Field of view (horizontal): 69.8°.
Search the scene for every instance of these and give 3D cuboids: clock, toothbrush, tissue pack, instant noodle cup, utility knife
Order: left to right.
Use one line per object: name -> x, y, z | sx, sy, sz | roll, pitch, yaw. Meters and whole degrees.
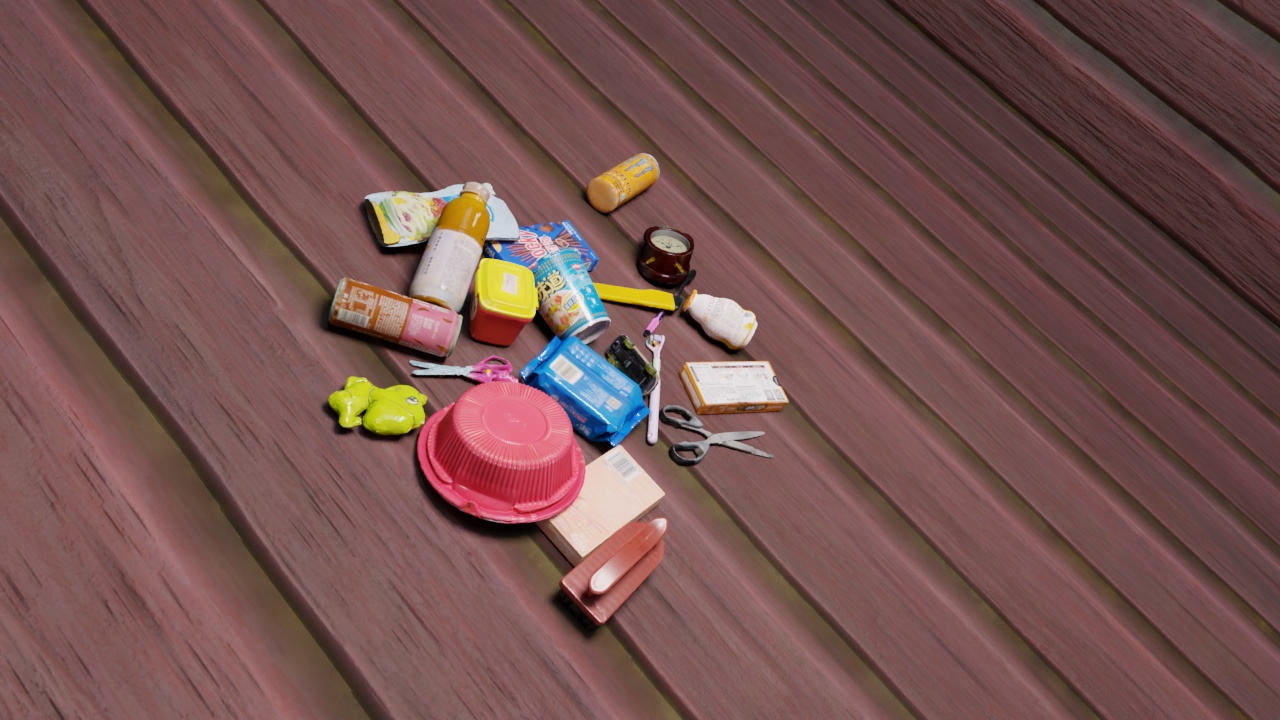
instant noodle cup -> -0.147, 0.087, 1.022 | 0.193, 0.066, 0.193 | 13, 37, -10
instant noodle cup -> -0.097, -0.077, 1.220 | 0.099, 0.099, 0.110 | -18, 71, -42
tissue pack -> -0.068, 0.040, 1.150 | 0.157, 0.052, 0.094 | 38, 43, 4
utility knife -> -0.028, -0.096, 1.330 | 0.192, 0.015, 0.033 | 8, 47, -19
toothbrush -> 0.019, 0.036, 1.234 | 0.021, 0.029, 0.188 | 53, 27, -39
clock -> 0.041, -0.169, 1.408 | 0.082, 0.055, 0.121 | 13, 40, -2
toothbrush -> 0.044, -0.086, 1.376 | 0.014, 0.018, 0.188 | 35, 44, 2

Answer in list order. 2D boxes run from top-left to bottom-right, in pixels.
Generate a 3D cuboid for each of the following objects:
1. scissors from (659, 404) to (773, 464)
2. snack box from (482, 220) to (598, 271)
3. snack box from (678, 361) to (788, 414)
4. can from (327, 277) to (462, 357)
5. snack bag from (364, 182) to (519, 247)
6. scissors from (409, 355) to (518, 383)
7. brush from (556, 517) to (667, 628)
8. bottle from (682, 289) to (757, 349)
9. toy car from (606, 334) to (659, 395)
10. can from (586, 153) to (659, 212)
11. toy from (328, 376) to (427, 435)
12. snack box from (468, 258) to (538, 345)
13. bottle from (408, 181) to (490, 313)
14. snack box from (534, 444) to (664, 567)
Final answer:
scissors -> 0.098, 0.105, 1.228 | 0.159, 0.014, 0.170 | 41, 39, 4
snack box -> -0.143, -0.154, 1.306 | 0.156, 0.026, 0.084 | -17, 60, -42
snack box -> 0.134, 0.037, 1.302 | 0.153, 0.026, 0.075 | -1, 52, -32
can -> -0.290, -0.050, 1.089 | 0.147, 0.058, 0.057 | 18, 44, -18
snack bag -> -0.267, -0.197, 1.242 | 0.190, 0.039, 0.110 | -12, 48, -29
scissors -> -0.215, 0.007, 1.117 | 0.137, 0.017, 0.077 | 11, 36, -16
brush -> -0.021, 0.221, 0.995 | 0.063, 0.069, 0.145 | 44, 42, 10
bottle -> 0.117, -0.063, 1.359 | 0.108, 0.063, 0.063 | 30, 41, -5
toy car -> -0.007, 0.007, 1.227 | 0.035, 0.042, 0.090 | 11, 35, -56
can -> -0.027, -0.289, 1.486 | 0.058, 0.058, 0.145 | 40, 41, 7
toy -> -0.287, 0.053, 1.014 | 0.100, 0.031, 0.096 | 31, 41, 3
snack box -> -0.177, -0.071, 1.164 | 0.082, 0.080, 0.091 | 12, 45, -22
bottle -> -0.236, -0.144, 1.168 | 0.068, 0.068, 0.189 | 22, 62, -14
snack box -> -0.049, 0.165, 1.062 | 0.084, 0.026, 0.156 | 46, 43, 14
